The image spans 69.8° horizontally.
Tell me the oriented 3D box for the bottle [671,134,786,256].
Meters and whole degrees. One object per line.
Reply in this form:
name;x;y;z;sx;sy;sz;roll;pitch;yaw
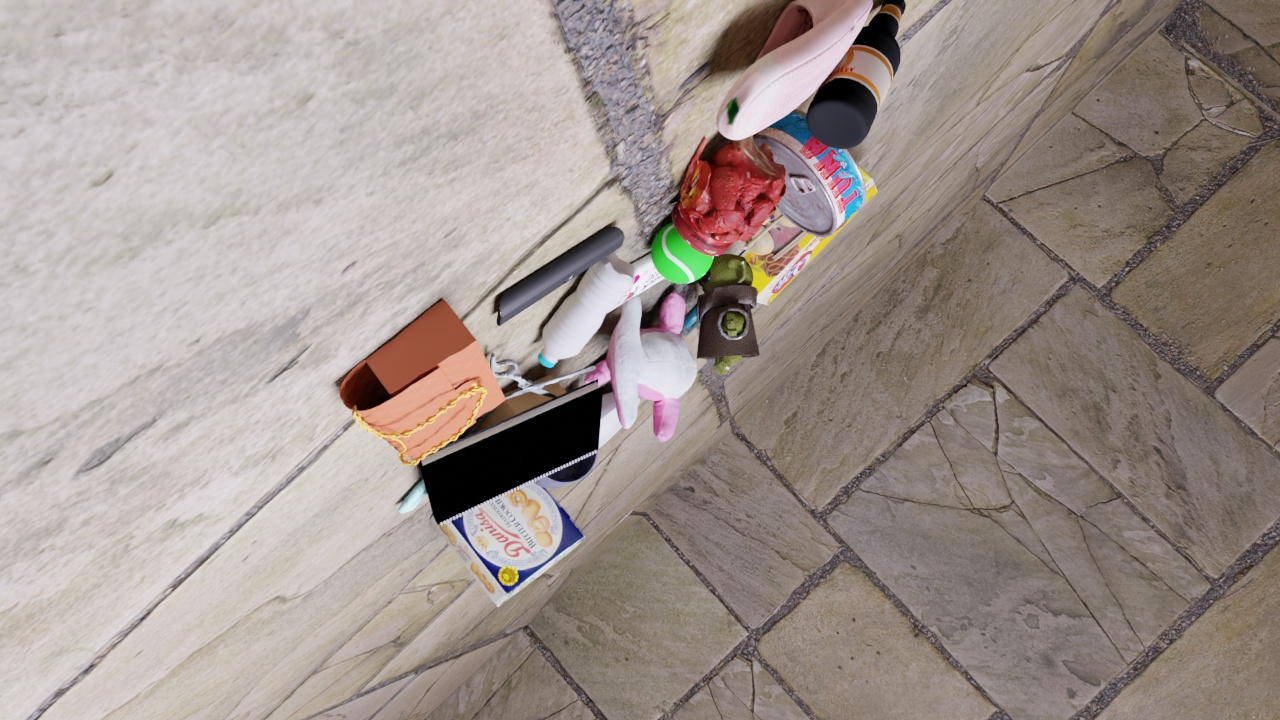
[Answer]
bottle;0.083;-0.160;0.885;0.098;0.099;0.111;-30;172;-46

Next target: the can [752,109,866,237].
can;0.166;-0.189;0.930;0.044;0.130;0.130;-42;167;-8

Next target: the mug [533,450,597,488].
mug;-0.099;0.103;1.178;0.123;0.084;0.104;-68;-171;-18

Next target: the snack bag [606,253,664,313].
snack bag;0.004;-0.093;1.007;0.196;0.016;0.070;-34;166;-37

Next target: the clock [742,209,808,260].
clock;0.168;-0.180;1.074;0.117;0.081;0.158;-41;-178;44

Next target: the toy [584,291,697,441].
toy;-0.007;0.007;1.141;0.265;0.128;0.186;12;79;-74

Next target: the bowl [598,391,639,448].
bowl;-0.069;0.091;1.316;0.149;0.043;0.150;-41;167;-11

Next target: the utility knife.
utility knife;-0.212;0.106;1.008;0.165;0.015;0.022;-49;160;12

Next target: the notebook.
notebook;-0.137;0.104;1.012;0.206;0.016;0.149;-24;152;-19

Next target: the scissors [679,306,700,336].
scissors;0.086;-0.069;1.330;0.154;0.019;0.125;-36;165;-35

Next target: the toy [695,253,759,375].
toy;0.110;-0.060;1.174;0.078;0.152;0.179;-3;178;-3

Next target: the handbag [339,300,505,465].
handbag;-0.177;0.032;0.773;0.108;0.060;0.172;-37;166;-11

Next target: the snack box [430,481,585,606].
snack box;-0.171;0.218;1.192;0.144;0.144;0.043;-33;167;-40

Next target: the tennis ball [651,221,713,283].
tennis ball;0.044;-0.113;0.952;0.065;0.065;0.065;-41;167;-12

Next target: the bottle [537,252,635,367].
bottle;-0.058;-0.046;0.906;0.136;0.044;0.044;-50;166;27

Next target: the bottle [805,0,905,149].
bottle;0.215;-0.283;0.871;0.181;0.059;0.059;-62;176;-26

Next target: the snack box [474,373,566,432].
snack box;-0.147;0.082;1.055;0.088;0.040;0.126;-26;158;-54

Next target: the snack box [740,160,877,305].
snack box;0.229;-0.183;1.302;0.230;0.061;0.110;-47;167;12

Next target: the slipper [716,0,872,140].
slipper;0.127;-0.253;0.775;0.220;0.055;0.107;-45;173;-37

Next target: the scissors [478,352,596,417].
scissors;-0.122;0.024;0.928;0.142;0.014;0.175;-25;158;10

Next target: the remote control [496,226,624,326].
remote control;-0.073;-0.077;0.824;0.146;0.015;0.033;-37;166;-27
